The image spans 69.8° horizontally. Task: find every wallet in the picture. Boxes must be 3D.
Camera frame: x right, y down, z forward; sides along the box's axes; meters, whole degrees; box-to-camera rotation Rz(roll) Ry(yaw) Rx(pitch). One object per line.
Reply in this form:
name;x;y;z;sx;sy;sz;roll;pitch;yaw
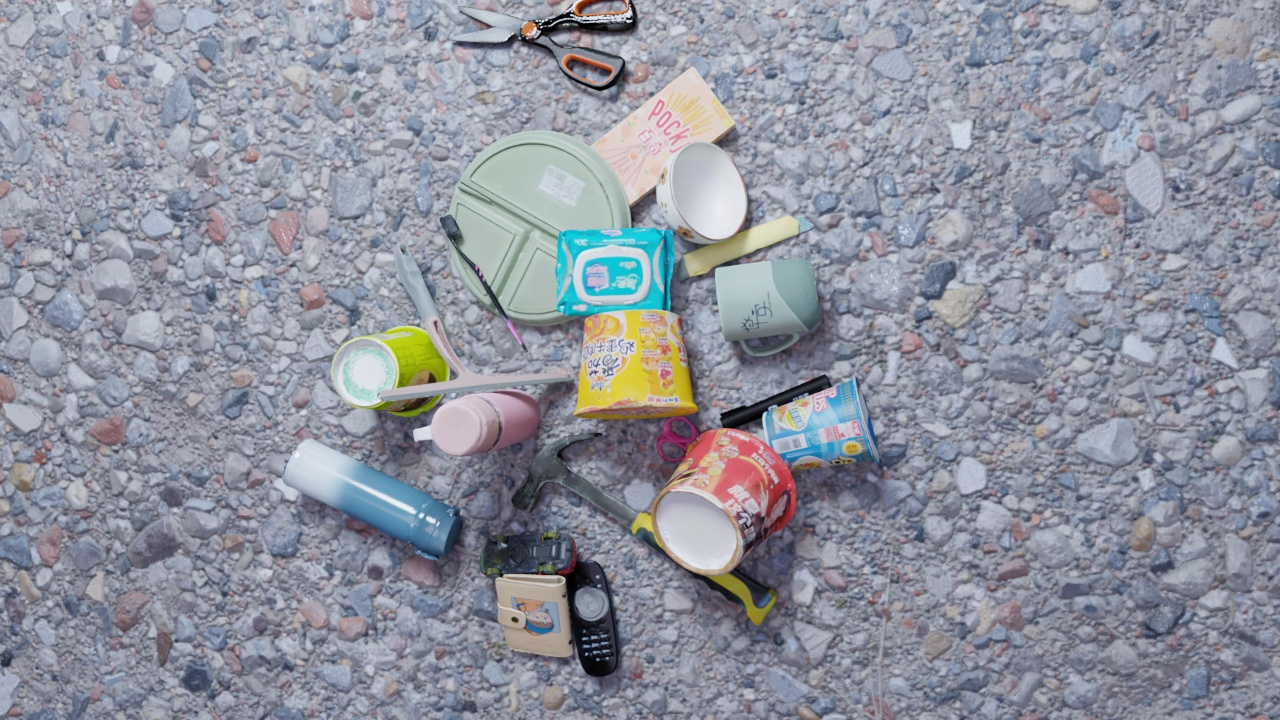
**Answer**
wallet;-0.125;0.296;1.071;0.087;0.024;0.115;1;121;8

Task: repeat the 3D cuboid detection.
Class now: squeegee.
squeegee;-0.237;-0.044;1.069;0.249;0.247;0.040;55;130;28

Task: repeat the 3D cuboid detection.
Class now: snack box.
snack box;0.023;-0.257;1.061;0.157;0.026;0.084;-37;87;8

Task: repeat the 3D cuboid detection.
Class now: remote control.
remote control;-0.055;0.302;1.081;0.053;0.024;0.136;-9;87;11

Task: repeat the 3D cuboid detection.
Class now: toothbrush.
toothbrush;-0.180;-0.091;1.073;0.018;0.014;0.189;-33;88;6

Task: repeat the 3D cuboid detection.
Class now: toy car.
toy car;-0.131;0.232;1.078;0.121;0.045;0.052;-5;59;18

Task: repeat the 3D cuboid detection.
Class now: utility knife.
utility knife;0.117;-0.132;1.053;0.166;0.018;0.031;-20;92;10

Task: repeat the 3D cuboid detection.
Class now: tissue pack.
tissue pack;-0.028;-0.099;1.021;0.133;0.050;0.093;-3;106;-6

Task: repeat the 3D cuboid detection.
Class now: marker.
marker;0.154;0.048;1.048;0.132;0.020;0.022;-22;58;10

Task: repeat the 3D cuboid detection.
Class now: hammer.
hammer;0.014;0.196;1.066;0.323;0.032;0.126;31;96;8

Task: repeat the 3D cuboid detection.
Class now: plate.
plate;-0.124;-0.154;1.073;0.230;0.027;0.230;2;97;13

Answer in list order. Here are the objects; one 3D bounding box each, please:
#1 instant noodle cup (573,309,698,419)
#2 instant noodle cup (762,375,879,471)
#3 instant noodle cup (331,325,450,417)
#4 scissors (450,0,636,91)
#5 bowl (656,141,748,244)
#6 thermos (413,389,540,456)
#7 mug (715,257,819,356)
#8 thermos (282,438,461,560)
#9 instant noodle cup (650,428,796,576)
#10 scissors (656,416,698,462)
instant noodle cup;-0.006;0.006;1.021;0.138;0.138;0.109;-3;82;9
instant noodle cup;0.196;0.078;1.008;0.110;0.099;0.099;-16;88;16
instant noodle cup;-0.296;0.014;1.067;0.112;0.123;0.111;0;91;9
scissors;-0.109;-0.397;1.089;0.229;0.021;0.190;41;92;12
bowl;0.059;-0.181;1.029;0.062;0.113;0.113;-15;87;51
thermos;-0.177;0.070;1.012;0.087;0.198;0.067;-11;90;11
mug;0.144;-0.056;1.023;0.106;0.082;0.112;-7;120;8
thermos;-0.320;0.168;1.103;0.220;0.070;0.070;24;94;8
instant noodle cup;0.085;0.157;0.986;0.138;0.108;0.138;16;121;27
scissors;0.083;0.112;1.063;0.133;0.017;0.056;26;89;5
